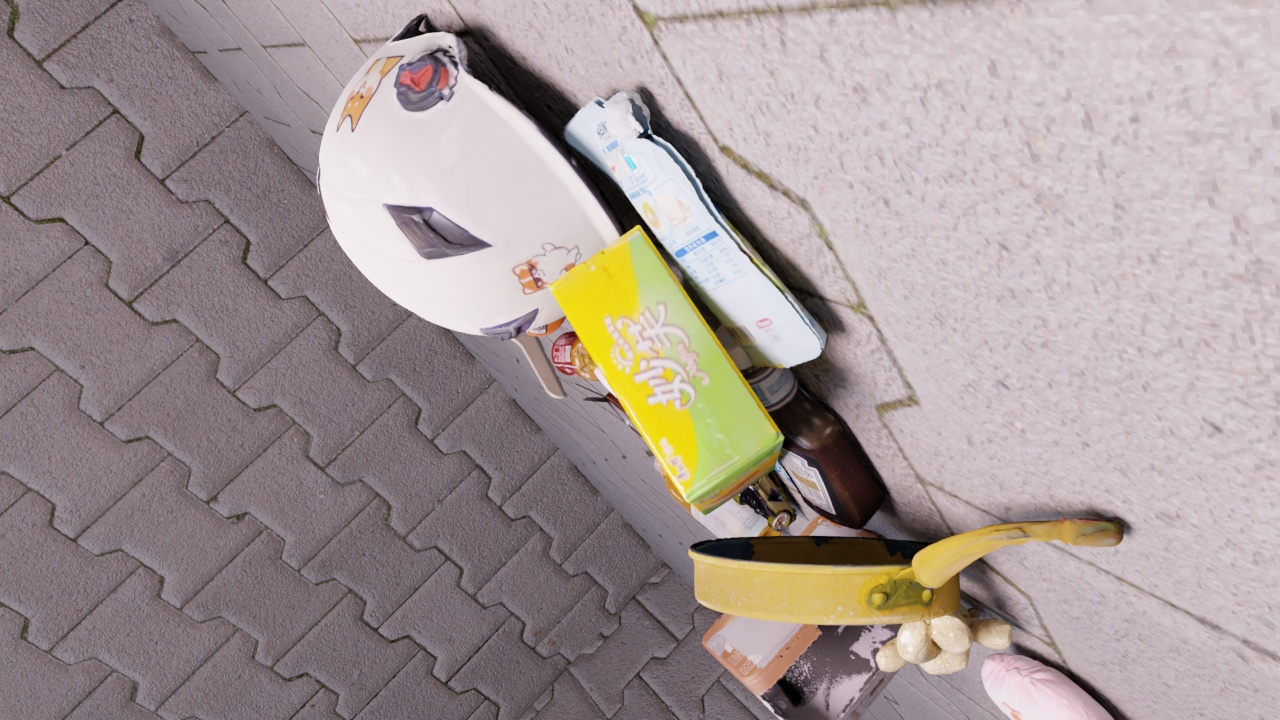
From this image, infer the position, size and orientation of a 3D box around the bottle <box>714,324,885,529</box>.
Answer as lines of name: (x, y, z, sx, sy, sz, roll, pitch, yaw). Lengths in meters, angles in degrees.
bottle: (0.112, 0.046, 0.673, 0.080, 0.044, 0.195, 24, 156, 55)

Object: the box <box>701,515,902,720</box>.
box: (0.163, 0.243, 0.864, 0.152, 0.182, 0.174, 38, 170, 31)

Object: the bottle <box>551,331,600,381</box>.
bottle: (-0.072, -0.007, 1.111, 0.057, 0.057, 0.175, 47, 169, -13)

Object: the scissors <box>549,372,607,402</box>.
scissors: (-0.030, 0.053, 1.143, 0.159, 0.014, 0.179, 27, -172, 17)

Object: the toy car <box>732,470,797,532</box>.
toy car: (0.114, 0.123, 0.950, 0.070, 0.042, 0.158, 33, 165, 46)

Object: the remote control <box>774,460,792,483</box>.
remote control: (0.135, 0.092, 0.806, 0.125, 0.024, 0.049, 41, 169, 25)

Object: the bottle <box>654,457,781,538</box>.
bottle: (0.091, 0.171, 1.145, 0.189, 0.068, 0.068, 36, 166, 38)

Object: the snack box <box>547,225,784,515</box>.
snack box: (0.024, 0.020, 0.623, 0.157, 0.070, 0.210, 57, 179, 13)

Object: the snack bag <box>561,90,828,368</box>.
snack bag: (0.030, -0.076, 0.539, 0.191, 0.039, 0.110, 49, 176, -12)

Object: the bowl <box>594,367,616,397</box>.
bowl: (-0.005, 0.005, 0.897, 0.118, 0.064, 0.118, 42, 168, 10)

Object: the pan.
pan: (0.163, 0.131, 0.603, 0.197, 0.078, 0.358, 1, 174, -21)

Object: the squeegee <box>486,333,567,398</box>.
squeegee: (-0.224, -0.062, 1.121, 0.246, 0.039, 0.246, 28, -157, -45)

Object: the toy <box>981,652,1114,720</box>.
toy: (0.339, 0.288, 0.723, 0.159, 0.054, 0.121, 40, 172, -21)

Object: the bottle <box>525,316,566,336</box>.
bottle: (-0.110, -0.064, 1.006, 0.067, 0.066, 0.149, 46, 172, -4)

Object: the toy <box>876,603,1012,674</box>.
toy: (0.226, 0.207, 0.703, 0.157, 0.105, 0.066, 29, -143, -67)

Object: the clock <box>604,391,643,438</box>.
clock: (0.006, 0.050, 1.041, 0.082, 0.055, 0.122, 48, 172, -12)

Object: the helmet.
helmet: (-0.139, -0.110, 0.667, 0.274, 0.157, 0.230, 46, 173, 41)
